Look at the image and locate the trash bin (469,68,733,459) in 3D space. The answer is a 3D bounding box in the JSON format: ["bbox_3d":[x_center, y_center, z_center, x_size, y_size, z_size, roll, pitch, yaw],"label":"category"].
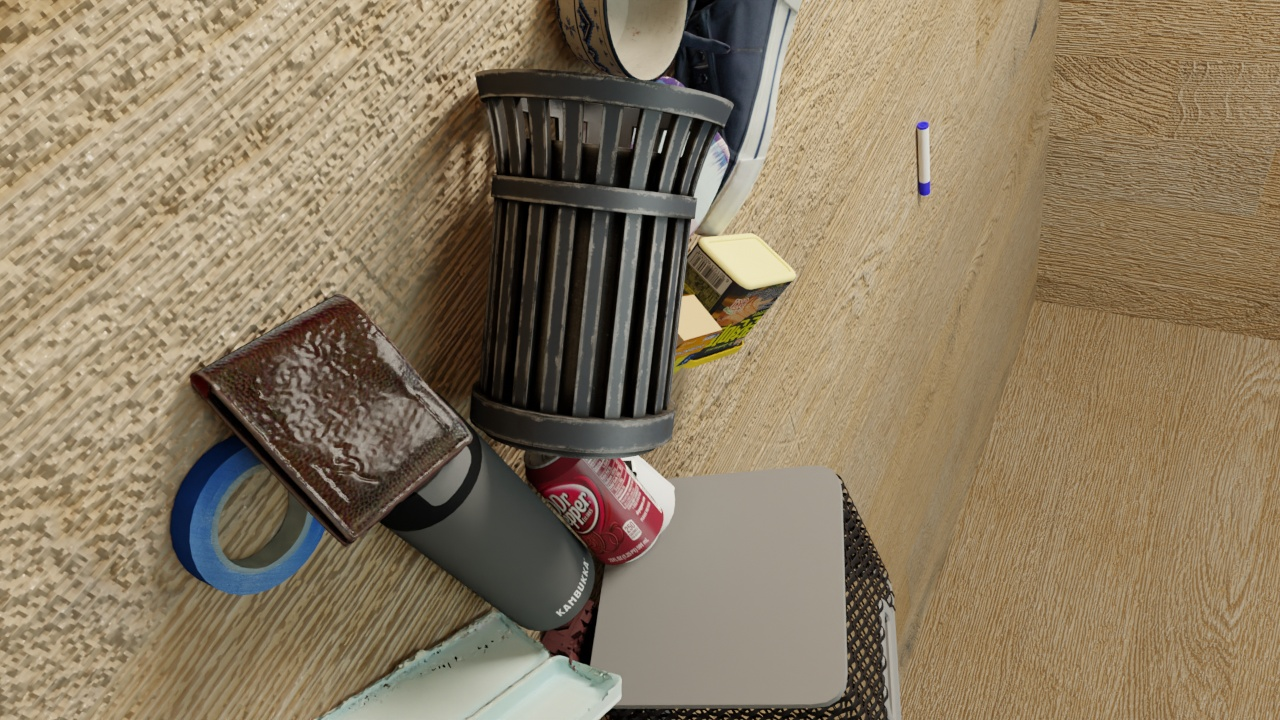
[{"bbox_3d":[-0.035,-0.061,0.610,0.164,0.164,0.227,-10,109,-59],"label":"trash bin"}]

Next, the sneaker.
[{"bbox_3d":[0.058,-0.254,0.801,0.120,0.127,0.295,-116,-145,-65],"label":"sneaker"}]

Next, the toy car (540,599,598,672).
[{"bbox_3d":[-0.073,0.294,0.813,0.169,0.062,0.070,-61,148,-26],"label":"toy car"}]

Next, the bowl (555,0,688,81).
[{"bbox_3d":[-0.018,-0.264,0.668,0.115,0.059,0.116,-33,129,-51],"label":"bowl"}]

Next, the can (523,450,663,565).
[{"bbox_3d":[-0.035,0.100,0.702,0.114,0.063,0.063,53,53,-26],"label":"can"}]

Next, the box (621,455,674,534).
[{"bbox_3d":[-0.027,0.100,0.797,0.092,0.081,0.161,-49,146,-1],"label":"box"}]

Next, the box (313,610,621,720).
[{"bbox_3d":[-0.116,0.251,0.643,0.196,0.136,0.043,-18,122,-57],"label":"box"}]

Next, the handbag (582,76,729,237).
[{"bbox_3d":[-0.015,-0.134,0.726,0.144,0.068,0.169,47,68,-28],"label":"handbag"}]

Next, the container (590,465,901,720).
[{"bbox_3d":[0.107,0.265,0.883,0.244,0.246,0.246,61,28,-45],"label":"container"}]

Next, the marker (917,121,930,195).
[{"bbox_3d":[0.481,-0.341,1.557,0.020,0.020,0.142,-57,146,-30],"label":"marker"}]

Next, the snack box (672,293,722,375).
[{"bbox_3d":[-0.004,0.004,0.746,0.126,0.040,0.088,-42,170,23],"label":"snack box"}]

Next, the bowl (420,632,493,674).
[{"bbox_3d":[-0.129,0.282,0.720,0.123,0.053,0.124,-33,129,-51],"label":"bowl"}]

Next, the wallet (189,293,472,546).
[{"bbox_3d":[-0.164,0.028,0.502,0.099,0.120,0.031,-42,180,-44],"label":"wallet"}]

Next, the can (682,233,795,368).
[{"bbox_3d":[0.074,-0.060,0.863,0.101,0.072,0.130,-52,162,28],"label":"can"}]

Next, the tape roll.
[{"bbox_3d":[-0.216,0.086,0.517,0.091,0.016,0.093,-29,127,-53],"label":"tape roll"}]

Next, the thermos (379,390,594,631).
[{"bbox_3d":[-0.113,0.113,0.644,0.082,0.082,0.240,-63,148,-23],"label":"thermos"}]
